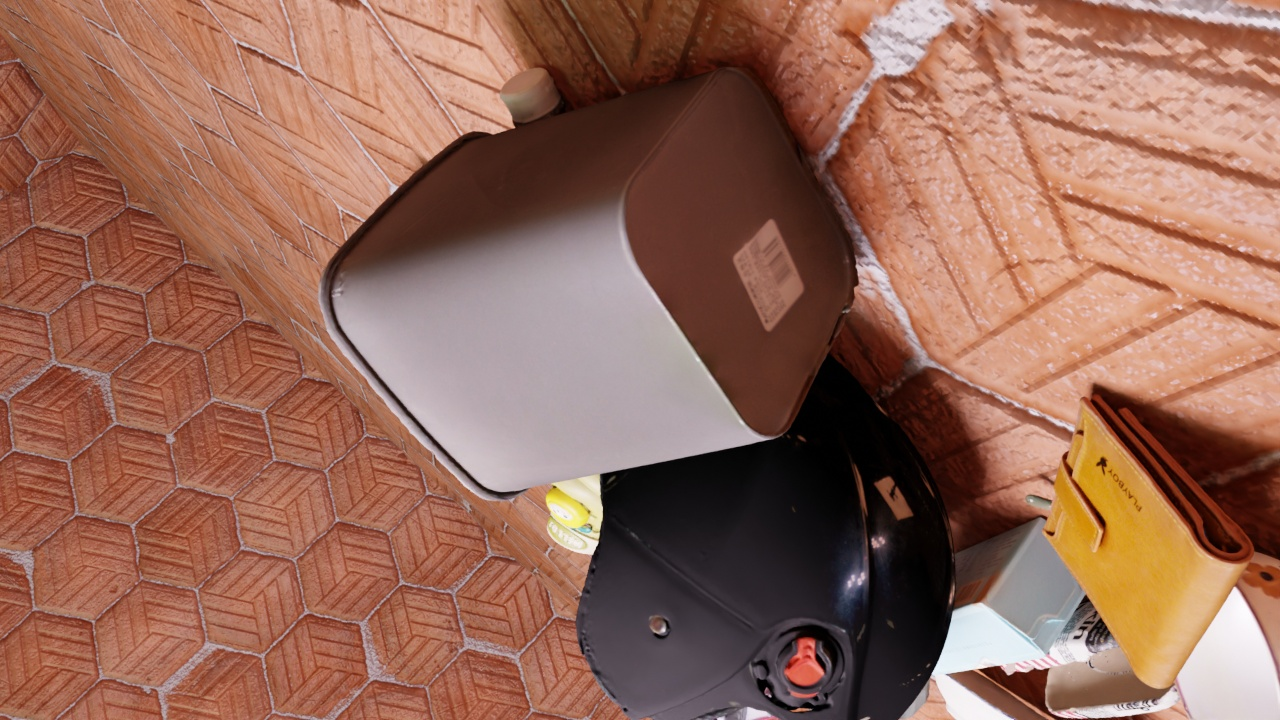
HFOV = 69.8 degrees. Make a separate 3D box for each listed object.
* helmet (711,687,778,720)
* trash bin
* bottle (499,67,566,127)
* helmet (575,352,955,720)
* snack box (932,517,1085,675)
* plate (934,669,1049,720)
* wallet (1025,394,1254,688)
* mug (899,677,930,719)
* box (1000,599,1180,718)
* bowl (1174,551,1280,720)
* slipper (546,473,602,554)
[{"bbox_3d":[0.090,0.235,0.892,0.241,0.143,0.207,-31,79,46],"label":"helmet"},{"bbox_3d":[-0.019,-0.041,0.524,0.220,0.198,0.198,-8,127,42],"label":"trash bin"},{"bbox_3d":[-0.042,-0.116,0.663,0.080,0.044,0.195,18,147,42],"label":"bottle"},{"bbox_3d":[0.092,0.130,0.604,0.274,0.230,0.233,50,-170,6],"label":"helmet"},{"bbox_3d":[0.238,0.169,0.638,0.051,0.074,0.175,41,159,10],"label":"snack box"},{"bbox_3d":[0.302,0.292,0.729,0.164,0.034,0.163,26,177,40],"label":"plate"},{"bbox_3d":[0.252,0.089,0.477,0.131,0.035,0.119,75,172,-46],"label":"wallet"},{"bbox_3d":[0.225,0.299,0.849,0.084,0.123,0.103,5,145,21],"label":"mug"},{"bbox_3d":[0.300,0.191,0.583,0.081,0.074,0.164,50,160,18],"label":"box"},{"bbox_3d":[0.310,0.144,0.447,0.113,0.062,0.113,-8,-91,-83],"label":"bowl"},{"bbox_3d":[-0.048,0.156,0.913,0.092,0.081,0.191,30,159,28],"label":"slipper"}]
